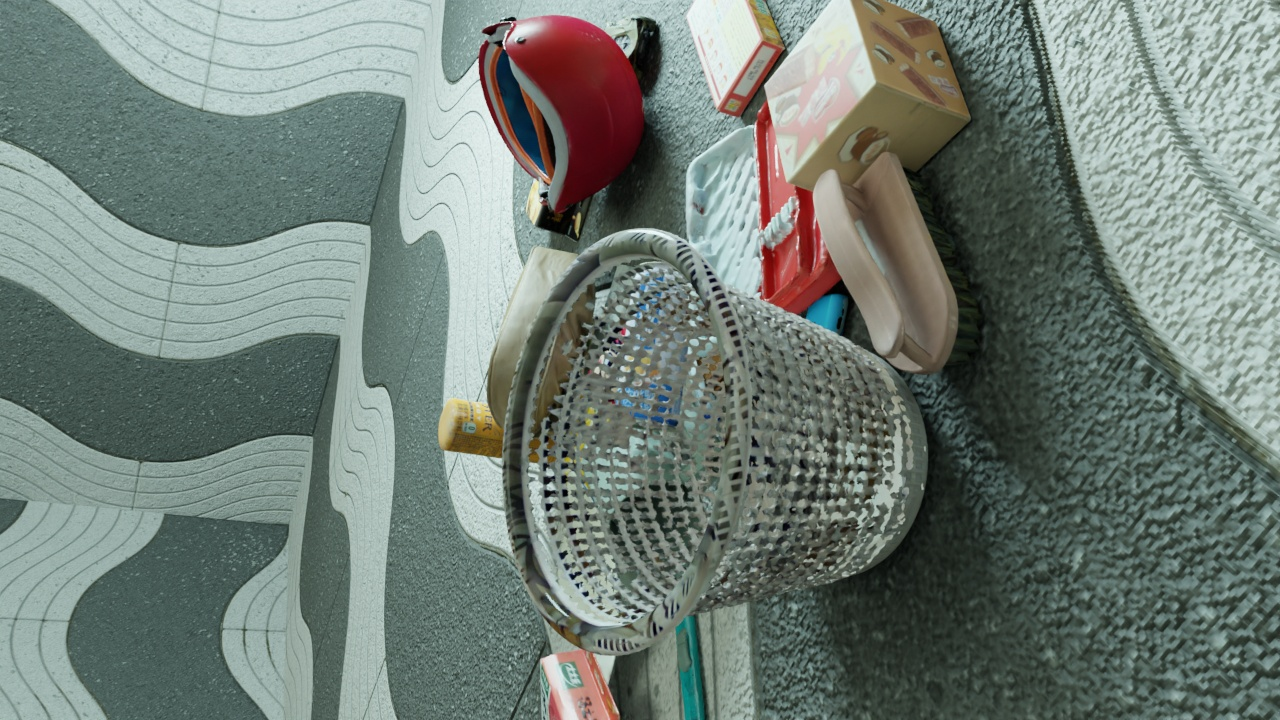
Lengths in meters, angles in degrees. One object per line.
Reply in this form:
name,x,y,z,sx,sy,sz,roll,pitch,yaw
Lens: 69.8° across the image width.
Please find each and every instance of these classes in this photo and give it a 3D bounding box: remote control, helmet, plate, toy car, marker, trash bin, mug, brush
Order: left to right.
helmet,-0.081,-0.285,1.015,0.240,0.143,0.207,45,156,58
plate,-0.037,0.199,0.847,0.163,0.034,0.164,-125,37,-54
remote control,-0.029,-0.026,0.964,0.058,0.021,0.150,-128,53,-61
toy car,-0.026,-0.364,1.076,0.158,0.042,0.070,-148,71,-66
mug,0.013,0.095,0.782,0.124,0.083,0.103,-44,32,8
marker,0.044,-0.005,0.804,0.017,0.017,0.145,-57,36,39
trash bin,0.053,0.053,0.544,0.228,0.191,0.227,-18,68,52
brush,0.150,-0.054,0.550,0.063,0.073,0.145,-50,39,44

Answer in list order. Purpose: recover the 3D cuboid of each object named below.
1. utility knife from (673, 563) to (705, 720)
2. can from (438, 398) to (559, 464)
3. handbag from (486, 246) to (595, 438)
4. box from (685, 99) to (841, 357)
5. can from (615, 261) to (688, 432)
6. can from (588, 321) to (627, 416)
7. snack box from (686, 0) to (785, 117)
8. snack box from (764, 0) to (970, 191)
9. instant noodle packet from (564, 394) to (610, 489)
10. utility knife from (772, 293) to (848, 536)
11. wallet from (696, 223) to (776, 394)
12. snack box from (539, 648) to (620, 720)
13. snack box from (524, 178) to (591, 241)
utility knife,0.039,0.246,0.726,0.029,0.013,0.178,-48,39,49
can,-0.148,0.081,1.024,0.058,0.146,0.058,-36,48,55
handbag,-0.099,-0.017,0.976,0.148,0.100,0.204,99,-176,-53
box,0.092,-0.113,0.702,0.161,0.050,0.200,-35,43,46
can,0.013,-0.011,0.757,0.053,0.053,0.134,-12,68,63
can,-0.005,0.005,0.852,0.094,0.066,0.066,-56,34,39
snack box,0.083,-0.302,0.839,0.077,0.027,0.155,-53,36,42
snack box,0.144,-0.170,0.601,0.093,0.077,0.094,-47,40,48
instant noodle packet,-0.042,0.085,0.924,0.129,0.044,0.110,-59,38,43
utility knife,0.113,0.055,0.647,0.034,0.018,0.208,17,97,64
wallet,0.066,-0.049,0.763,0.119,0.035,0.130,-56,32,41
snack box,-0.056,0.326,0.814,0.113,0.044,0.127,-129,36,-59
snack box,-0.101,-0.225,1.171,0.125,0.053,0.113,-125,51,-63
